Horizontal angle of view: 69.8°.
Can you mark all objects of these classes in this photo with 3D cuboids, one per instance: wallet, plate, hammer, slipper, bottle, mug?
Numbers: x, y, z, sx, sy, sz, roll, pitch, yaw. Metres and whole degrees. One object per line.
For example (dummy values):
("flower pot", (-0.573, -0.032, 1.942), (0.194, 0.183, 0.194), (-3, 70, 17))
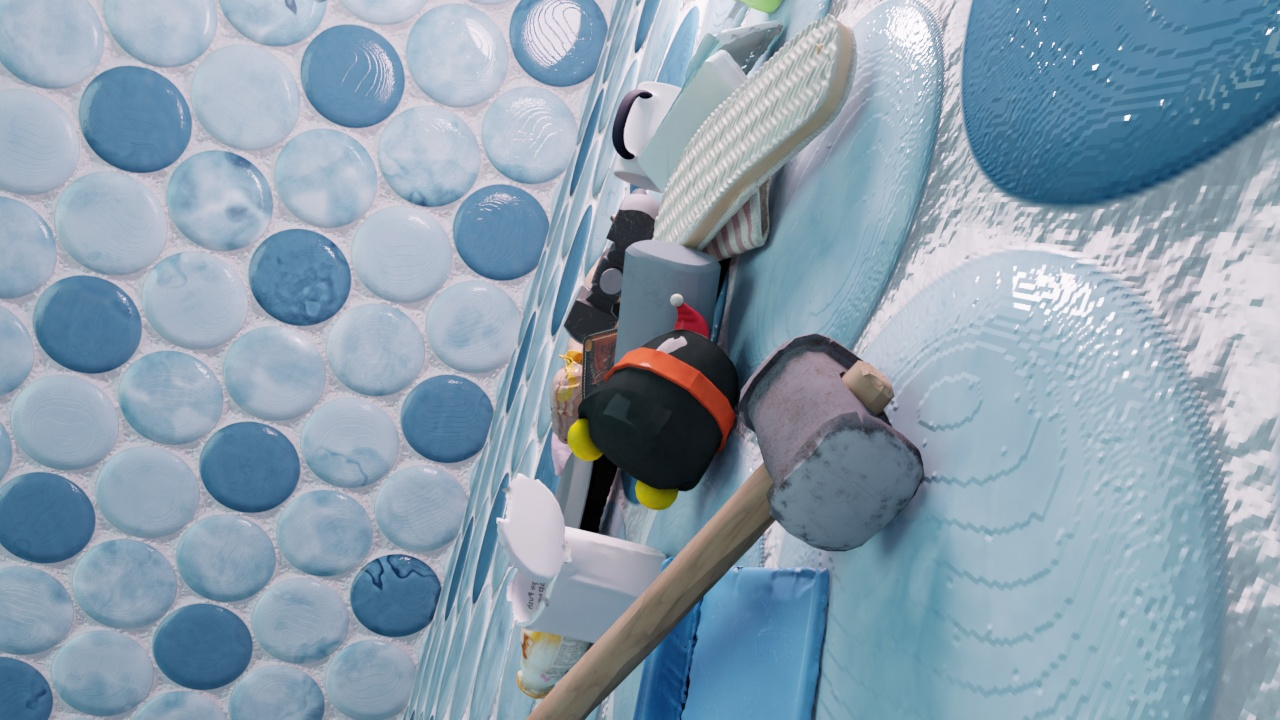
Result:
("wallet", (-0.005, 0.004, 0.783), (0.123, 0.019, 0.072), (-12, 72, 47))
("plate", (-0.076, 0.148, 0.914), (0.178, 0.012, 0.178), (-166, 91, -80))
("hammer", (-0.013, -0.137, 0.965), (0.156, 0.043, 0.321), (-62, 7, 24))
("slipper", (0.080, -0.140, 0.662), (0.264, 0.052, 0.114), (142, 140, -60))
("bottle", (-0.079, 0.252, 0.828), (0.063, 0.063, 0.109), (-106, 36, -68))
("mug", (0.012, -0.236, 0.960), (0.079, 0.111, 0.097), (18, 92, 38))
("bottle", (0.016, -0.005, 0.697), (0.046, 0.072, 0.161), (-23, -54, -49))
("hammer", (-0.022, 0.051, 0.906), (0.131, 0.039, 0.328), (-149, 75, -79))
("hammer", (0.005, 0.127, 0.449), (0.329, 0.052, 0.098), (-51, 20, 19))

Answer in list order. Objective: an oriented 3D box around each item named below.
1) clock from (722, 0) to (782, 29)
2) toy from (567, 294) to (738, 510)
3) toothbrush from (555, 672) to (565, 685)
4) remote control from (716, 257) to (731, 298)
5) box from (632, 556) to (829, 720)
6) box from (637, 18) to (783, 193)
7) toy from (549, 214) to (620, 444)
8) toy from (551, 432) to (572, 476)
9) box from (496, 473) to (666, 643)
("clock", (0.113, -0.360, 0.815), (0.094, 0.042, 0.119), (143, 141, -69))
("toy", (0.021, 0.027, 0.625), (0.119, 0.097, 0.100), (-55, 2, -27))
("toothbrush", (-0.070, 0.308, 0.836), (0.186, 0.016, 0.015), (-143, 70, -77))
("remote control", (0.072, -0.111, 0.744), (0.034, 0.013, 0.150), (-118, 45, -73))
("box", (0.018, 0.215, 0.459), (0.173, 0.066, 0.231), (136, 149, -65))
("box", (0.068, -0.231, 0.840), (0.096, 0.086, 0.199), (-43, 3, -23))
("toy", (-0.054, -0.038, 0.996), (0.263, 0.065, 0.196), (-63, -22, -66))
("toy", (-0.075, 0.088, 1.063), (0.103, 0.050, 0.093), (134, 153, -59))
("box", (-0.047, 0.141, 0.631), (0.119, 0.159, 0.084), (-44, 36, 47))
